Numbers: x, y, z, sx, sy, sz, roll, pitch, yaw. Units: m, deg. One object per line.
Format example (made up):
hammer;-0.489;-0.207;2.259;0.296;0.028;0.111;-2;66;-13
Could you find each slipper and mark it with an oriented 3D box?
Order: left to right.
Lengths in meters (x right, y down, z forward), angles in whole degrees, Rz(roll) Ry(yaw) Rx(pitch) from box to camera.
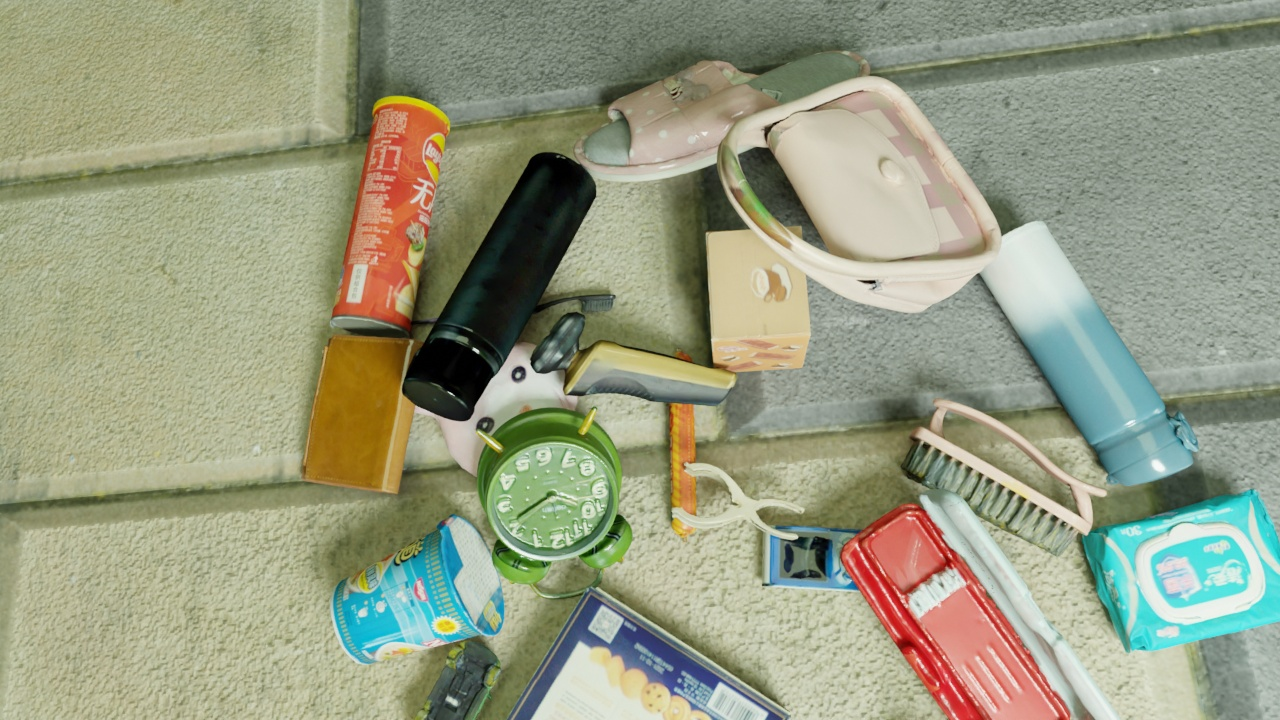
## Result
slipper;0.071;-0.228;0.812;0.274;0.054;0.114;-18;42;-1

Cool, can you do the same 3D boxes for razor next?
razor;-0.004;0.004;0.740;0.167;0.062;0.067;11;86;-8

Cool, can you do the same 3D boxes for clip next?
clip;0.075;0.101;0.721;0.104;0.035;0.086;-4;71;4

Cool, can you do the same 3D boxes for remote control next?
remote control;0.159;0.157;0.721;0.125;0.024;0.049;2;74;6

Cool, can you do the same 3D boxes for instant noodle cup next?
instant noodle cup;-0.178;0.187;0.723;0.110;0.099;0.099;-23;72;9

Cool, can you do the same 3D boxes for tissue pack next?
tissue pack;0.406;0.155;0.677;0.133;0.050;0.093;-15;71;2

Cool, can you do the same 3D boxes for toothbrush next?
toothbrush;-0.115;-0.042;0.820;0.189;0.014;0.017;-7;95;6

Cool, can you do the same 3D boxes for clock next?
clock;-0.068;0.116;0.724;0.116;0.056;0.161;-11;109;-5

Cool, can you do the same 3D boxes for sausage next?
sausage;0.035;0.068;0.764;0.021;0.021;0.165;-2;73;6

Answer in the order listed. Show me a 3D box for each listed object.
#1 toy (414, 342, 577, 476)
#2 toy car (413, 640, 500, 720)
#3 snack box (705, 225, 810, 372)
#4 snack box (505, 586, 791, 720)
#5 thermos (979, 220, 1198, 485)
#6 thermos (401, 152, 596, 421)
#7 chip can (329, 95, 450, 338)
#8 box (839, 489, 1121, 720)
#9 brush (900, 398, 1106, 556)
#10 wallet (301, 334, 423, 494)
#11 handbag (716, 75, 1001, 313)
toy;-0.131;0.033;0.781;0.159;0.054;0.121;26;78;22
toy car;-0.143;0.266;0.719;0.043;0.036;0.091;25;79;14
snack box;0.095;-0.048;0.752;0.077;0.094;0.092;-3;73;6
snack box;-0.009;0.295;0.690;0.178;0.046;0.182;30;79;14
thermos;0.349;-0.006;0.724;0.070;0.070;0.220;-26;72;-1
thermos;-0.124;-0.066;0.772;0.090;0.068;0.241;3;55;37
chip can;-0.224;-0.127;0.827;0.073;0.073;0.216;4;74;8
box;0.235;0.195;0.646;0.095;0.100;0.201;-34;82;-3
brush;0.277;0.090;0.706;0.146;0.063;0.073;30;89;14
wallet;-0.246;0.043;0.788;0.119;0.035;0.130;3;79;28
handbag;0.151;-0.128;0.710;0.233;0.094;0.193;-9;64;-38
